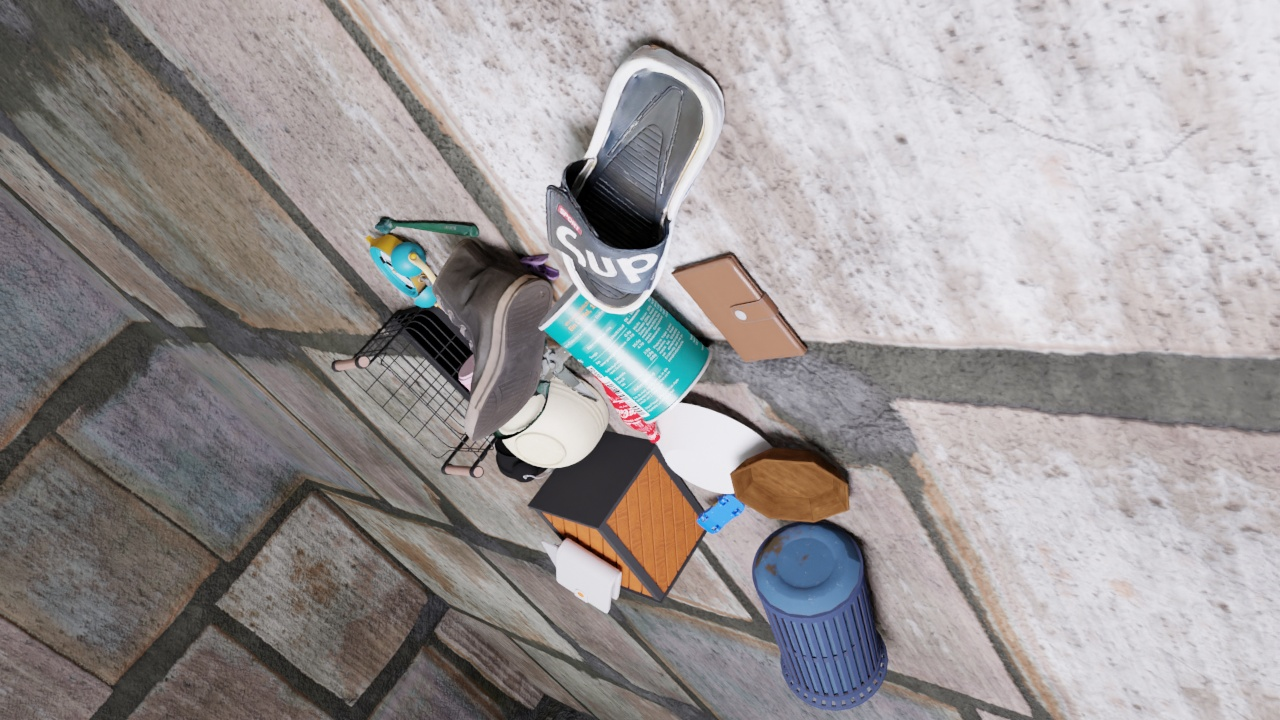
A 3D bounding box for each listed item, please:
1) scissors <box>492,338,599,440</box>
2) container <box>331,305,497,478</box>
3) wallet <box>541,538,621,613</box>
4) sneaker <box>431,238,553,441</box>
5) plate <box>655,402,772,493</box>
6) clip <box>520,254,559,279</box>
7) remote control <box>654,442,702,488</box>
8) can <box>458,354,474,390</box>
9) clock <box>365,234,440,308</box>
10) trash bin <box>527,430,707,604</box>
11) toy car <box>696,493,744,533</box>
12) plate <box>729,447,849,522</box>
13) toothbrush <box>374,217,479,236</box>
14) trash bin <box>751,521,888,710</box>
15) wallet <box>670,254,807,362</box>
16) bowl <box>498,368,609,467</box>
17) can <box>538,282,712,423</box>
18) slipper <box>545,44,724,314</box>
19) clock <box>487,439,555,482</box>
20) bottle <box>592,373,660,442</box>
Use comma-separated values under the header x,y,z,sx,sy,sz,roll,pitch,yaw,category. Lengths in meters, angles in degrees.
x,y,z,sx,sy,sz,roll,pitch,yaw,category
-0.144,0.008,1.104,0.201,0.015,0.206,41,116,7,scissors
-0.298,0.042,1.317,0.241,0.130,0.163,49,151,-24,container
-0.083,0.284,1.240,0.115,0.037,0.119,29,149,14,wallet
-0.182,-0.018,1.056,0.120,0.095,0.235,36,133,27,sneaker
0.079,0.114,1.061,0.174,0.036,0.174,22,153,11,plate
-0.112,-0.104,0.993,0.050,0.013,0.029,17,148,40,clip
0.041,0.115,1.159,0.136,0.013,0.033,46,152,-18,remote control
-0.199,0.027,1.245,0.067,0.067,0.076,-4,133,53,can
-0.296,-0.115,1.166,0.130,0.043,0.099,28,153,32,clock
-0.024,0.208,1.247,0.140,0.139,0.172,7,141,45,trash bin
0.106,0.193,1.212,0.033,0.061,0.092,40,124,-5,toy car
0.163,0.132,0.993,0.131,0.025,0.131,10,144,7,plate
-0.254,-0.154,1.077,0.190,0.017,0.016,11,143,41,toothbrush
0.221,0.312,1.128,0.139,0.139,0.250,17,146,34,trash bin
0.090,-0.044,0.847,0.121,0.013,0.088,48,151,-22,wallet
-0.121,0.088,1.182,0.151,0.075,0.151,8,137,7,bowl
-0.015,-0.022,0.912,0.144,0.099,0.099,42,153,-11,can
-0.017,-0.126,0.739,0.111,0.062,0.265,34,138,3,slipper
-0.165,0.134,1.354,0.121,0.091,0.043,32,146,39,clock
-0.013,0.039,1.012,0.042,0.041,0.141,8,139,44,bottle
